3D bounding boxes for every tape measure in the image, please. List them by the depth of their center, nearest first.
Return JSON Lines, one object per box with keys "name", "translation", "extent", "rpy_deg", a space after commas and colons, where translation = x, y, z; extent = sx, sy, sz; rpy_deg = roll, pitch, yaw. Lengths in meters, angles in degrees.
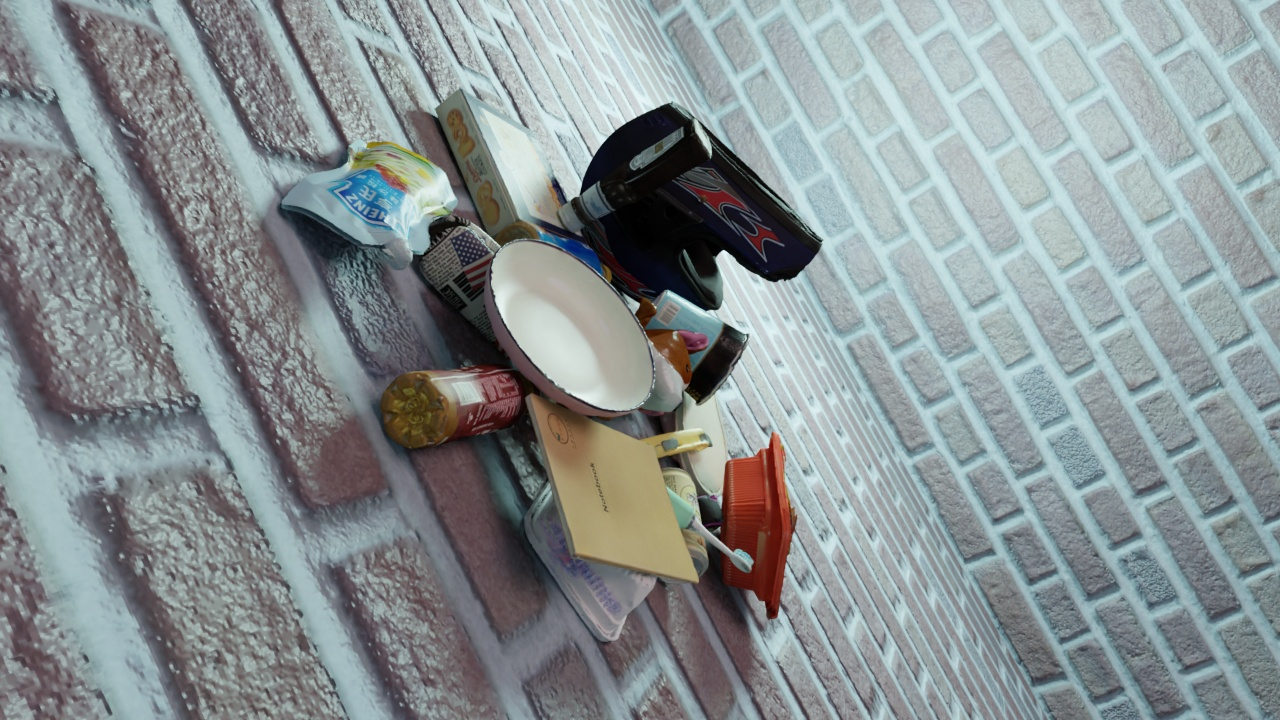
{"name": "tape measure", "translation": [0.065, 0.176, 1.043], "extent": [0.058, 0.057, 0.039], "rpy_deg": [72, -3, -68]}

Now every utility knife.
{"name": "utility knife", "translation": [0.026, 0.102, 1.070], "extent": [0.197, 0.021, 0.031], "rpy_deg": [-8, 70, -49]}

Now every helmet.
{"name": "helmet", "translation": [0.059, -0.179, 1.251], "extent": [0.315, 0.241, 0.246], "rpy_deg": [45, 18, 9]}

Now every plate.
{"name": "plate", "translation": [-0.069, -0.025, 0.838], "extent": [0.192, 0.039, 0.192], "rpy_deg": [33, 34, -27]}

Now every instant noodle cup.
{"name": "instant noodle cup", "translation": [-0.027, 0.155, 0.841], "extent": [0.138, 0.060, 0.173], "rpy_deg": [57, 20, -9]}
{"name": "instant noodle cup", "translation": [0.137, 0.195, 1.094], "extent": [0.188, 0.079, 0.165], "rpy_deg": [-85, 176, -61]}
{"name": "instant noodle cup", "translation": [0.055, -0.022, 1.131], "extent": [0.120, 0.111, 0.111], "rpy_deg": [35, 22, -5]}

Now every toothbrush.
{"name": "toothbrush", "translation": [0.023, 0.140, 0.922], "extent": [0.224, 0.027, 0.027], "rpy_deg": [39, 38, 3]}

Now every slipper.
{"name": "slipper", "translation": [0.062, 0.062, 1.208], "extent": [0.114, 0.055, 0.273], "rpy_deg": [35, 41, -43]}

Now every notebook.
{"name": "notebook", "translation": [-0.020, 0.118, 0.807], "extent": [0.207, 0.008, 0.147], "rpy_deg": [31, 34, -54]}

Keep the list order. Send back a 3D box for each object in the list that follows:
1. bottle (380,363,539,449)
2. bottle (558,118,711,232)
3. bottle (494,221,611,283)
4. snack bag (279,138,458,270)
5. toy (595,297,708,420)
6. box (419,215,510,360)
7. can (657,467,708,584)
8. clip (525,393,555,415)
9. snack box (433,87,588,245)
{"name": "bottle", "translation": [-0.137, 0.033, 0.744], "extent": [0.057, 0.058, 0.174], "rpy_deg": [62, 19, 7]}
{"name": "bottle", "translation": [-0.009, -0.214, 1.086], "extent": [0.044, 0.195, 0.079], "rpy_deg": [53, 20, -25]}
{"name": "bottle", "translation": [-0.092, -0.112, 1.065], "extent": [0.065, 0.065, 0.218], "rpy_deg": [64, 19, 12]}
{"name": "snack bag", "translation": [-0.222, -0.138, 0.786], "extent": [0.110, 0.039, 0.190], "rpy_deg": [37, 23, -15]}
{"name": "toy", "translation": [-0.006, 0.006, 1.008], "extent": [0.130, 0.140, 0.199], "rpy_deg": [49, 16, 30]}
{"name": "box", "translation": [-0.144, -0.062, 0.875], "extent": [0.163, 0.076, 0.087], "rpy_deg": [51, 40, -33]}
{"name": "can", "translation": [0.036, 0.174, 0.970], "extent": [0.058, 0.059, 0.116], "rpy_deg": [46, 23, -35]}
{"name": "clip", "translation": [-0.082, 0.037, 0.865], "extent": [0.104, 0.082, 0.034], "rpy_deg": [43, 22, -12]}
{"name": "snack box", "translation": [-0.150, -0.214, 1.098], "extent": [0.178, 0.046, 0.182], "rpy_deg": [65, 19, 13]}
